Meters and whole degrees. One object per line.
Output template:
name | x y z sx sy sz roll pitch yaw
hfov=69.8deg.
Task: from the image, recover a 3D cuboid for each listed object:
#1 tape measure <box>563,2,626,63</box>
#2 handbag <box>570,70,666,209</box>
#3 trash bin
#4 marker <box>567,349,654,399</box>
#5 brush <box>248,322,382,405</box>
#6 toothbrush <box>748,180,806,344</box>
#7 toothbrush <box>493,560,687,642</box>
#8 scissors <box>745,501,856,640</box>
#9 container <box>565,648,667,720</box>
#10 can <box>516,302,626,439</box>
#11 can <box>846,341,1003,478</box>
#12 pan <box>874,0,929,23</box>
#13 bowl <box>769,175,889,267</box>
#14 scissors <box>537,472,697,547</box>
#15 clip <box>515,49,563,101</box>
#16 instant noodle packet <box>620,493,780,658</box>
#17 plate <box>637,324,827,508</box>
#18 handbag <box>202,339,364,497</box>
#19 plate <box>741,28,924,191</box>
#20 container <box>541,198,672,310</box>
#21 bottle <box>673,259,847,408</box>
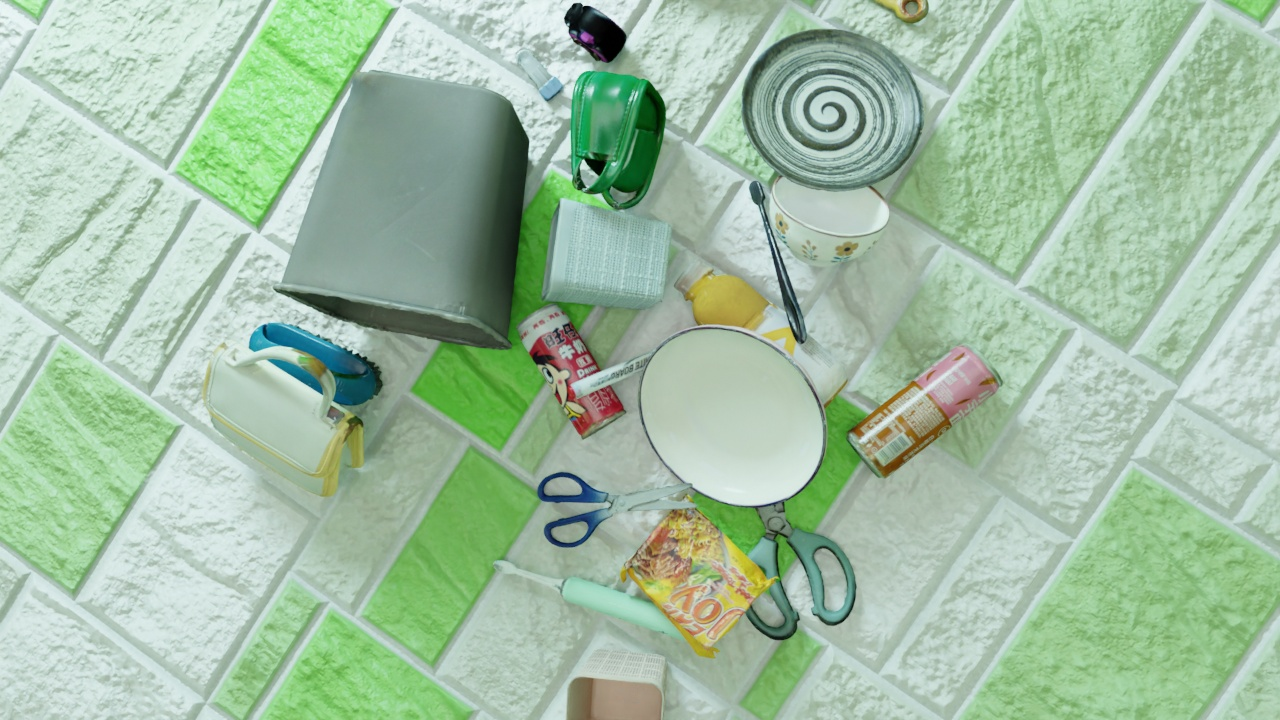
tape measure | -0.045 -0.327 0.925 0.058 0.057 0.039 39 99 20
handbag | -0.025 -0.212 0.885 0.068 0.131 0.120 13 93 10
trash bin | -0.209 -0.138 0.883 0.199 0.198 0.219 10 83 5
marker | -0.005 0.005 0.905 0.145 0.017 0.017 -23 86 -20
brush | -0.340 0.004 0.945 0.144 0.073 0.055 24 95 6
toothbrush | 0.135 -0.097 0.891 0.016 0.018 0.181 -26 63 29
toothbrush | -0.045 0.241 0.932 0.224 0.027 0.026 17 77 6
scissors | 0.131 0.195 0.917 0.143 0.019 0.180 -29 88 6
container | -0.019 0.334 0.885 0.090 0.111 0.090 3 89 6
can | -0.071 0.010 0.924 0.053 0.053 0.132 -32 86 5
can | 0.271 0.049 0.883 0.147 0.058 0.058 -39 85 4
pan | 0.131 -0.440 0.913 0.357 0.078 0.198 34 96 12
bowl | 0.176 -0.131 0.884 0.113 0.113 0.062 15 134 6
scissors | -0.029 0.135 0.921 0.173 0.012 0.132 -40 78 16
clip | -0.106 -0.297 0.952 0.025 0.032 0.057 -41 92 6
instant noodle packet | 0.056 0.213 0.900 0.128 0.044 0.110 42 88 16
plate | 0.090 0.049 0.879 0.193 0.038 0.193 14 120 25
handbag | -0.352 0.044 0.898 0.163 0.179 0.063 30 50 6
plate | 0.187 -0.243 0.899 0.179 0.024 0.179 0 75 0
container | -0.033 -0.099 0.895 0.111 0.090 0.090 7 85 -10
bottle | 0.114 -0.024 0.896 0.189 0.068 0.068 42 94 6
